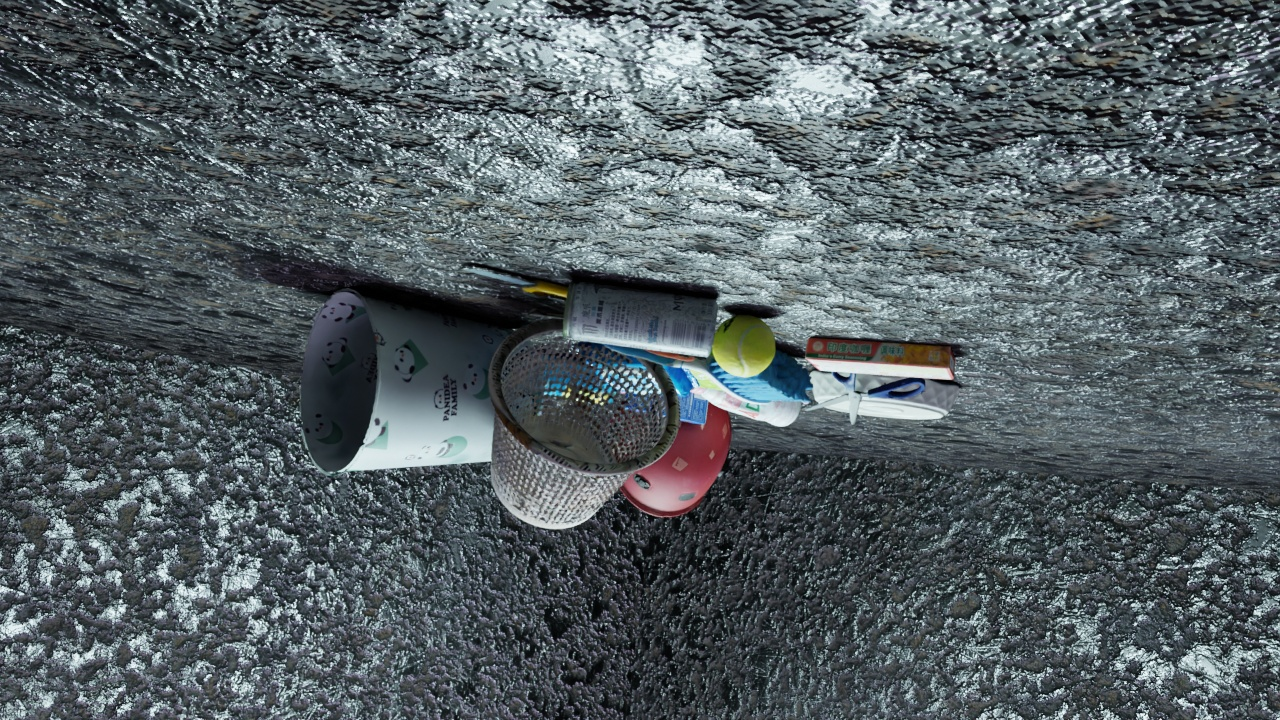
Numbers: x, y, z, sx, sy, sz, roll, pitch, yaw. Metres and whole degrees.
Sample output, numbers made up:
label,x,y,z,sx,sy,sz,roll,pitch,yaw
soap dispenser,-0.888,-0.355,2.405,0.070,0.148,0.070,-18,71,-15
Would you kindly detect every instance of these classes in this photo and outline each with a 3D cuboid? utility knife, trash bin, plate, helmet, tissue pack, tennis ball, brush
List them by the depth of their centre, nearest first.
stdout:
label,x,y,z,sx,sy,sz,roll,pitch,yaw
utility knife,-0.080,-0.067,0.944,0.219,0.015,0.033,12,169,-30
tennis ball,0.108,-0.015,0.955,0.065,0.065,0.065,8,173,1
trash bin,-0.089,0.093,1.106,0.227,0.227,0.193,10,136,-16
brush,0.088,0.003,1.109,0.110,0.060,0.314,-14,155,36
tissue pack,-0.007,0.007,1.188,0.157,0.052,0.095,4,150,28
trash bin,-0.279,0.036,1.198,0.251,0.229,0.230,6,175,-41
plate,0.337,0.049,1.283,0.205,0.045,0.205,8,172,1
helmet,0.057,0.120,1.496,0.207,0.239,0.144,19,138,-10

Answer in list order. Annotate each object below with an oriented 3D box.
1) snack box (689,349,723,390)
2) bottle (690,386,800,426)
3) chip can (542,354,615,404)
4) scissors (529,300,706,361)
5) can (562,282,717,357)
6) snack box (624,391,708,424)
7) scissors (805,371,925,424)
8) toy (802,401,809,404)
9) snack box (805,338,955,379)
label,x,y,z,sx,sy,sz,roll,pitch,yaw
snack box,0.118,0.015,1.250,0.156,0.026,0.086,8,158,-4
bottle,0.156,0.049,1.406,0.196,0.068,0.068,18,168,-32
chip can,-0.146,0.027,1.494,0.210,0.071,0.071,9,172,-12
scissors,-0.011,-0.036,0.997,0.226,0.015,0.188,21,-164,31
can,0.000,-0.041,0.900,0.147,0.058,0.058,8,173,1
snack box,0.043,0.044,1.382,0.157,0.084,0.026,15,169,-43
scissors,0.281,0.039,1.174,0.176,0.012,0.162,-10,144,31
toy,0.187,0.036,1.327,0.108,0.039,0.083,13,-161,-10
snack box,0.272,-0.001,1.039,0.156,0.027,0.077,4,171,23
